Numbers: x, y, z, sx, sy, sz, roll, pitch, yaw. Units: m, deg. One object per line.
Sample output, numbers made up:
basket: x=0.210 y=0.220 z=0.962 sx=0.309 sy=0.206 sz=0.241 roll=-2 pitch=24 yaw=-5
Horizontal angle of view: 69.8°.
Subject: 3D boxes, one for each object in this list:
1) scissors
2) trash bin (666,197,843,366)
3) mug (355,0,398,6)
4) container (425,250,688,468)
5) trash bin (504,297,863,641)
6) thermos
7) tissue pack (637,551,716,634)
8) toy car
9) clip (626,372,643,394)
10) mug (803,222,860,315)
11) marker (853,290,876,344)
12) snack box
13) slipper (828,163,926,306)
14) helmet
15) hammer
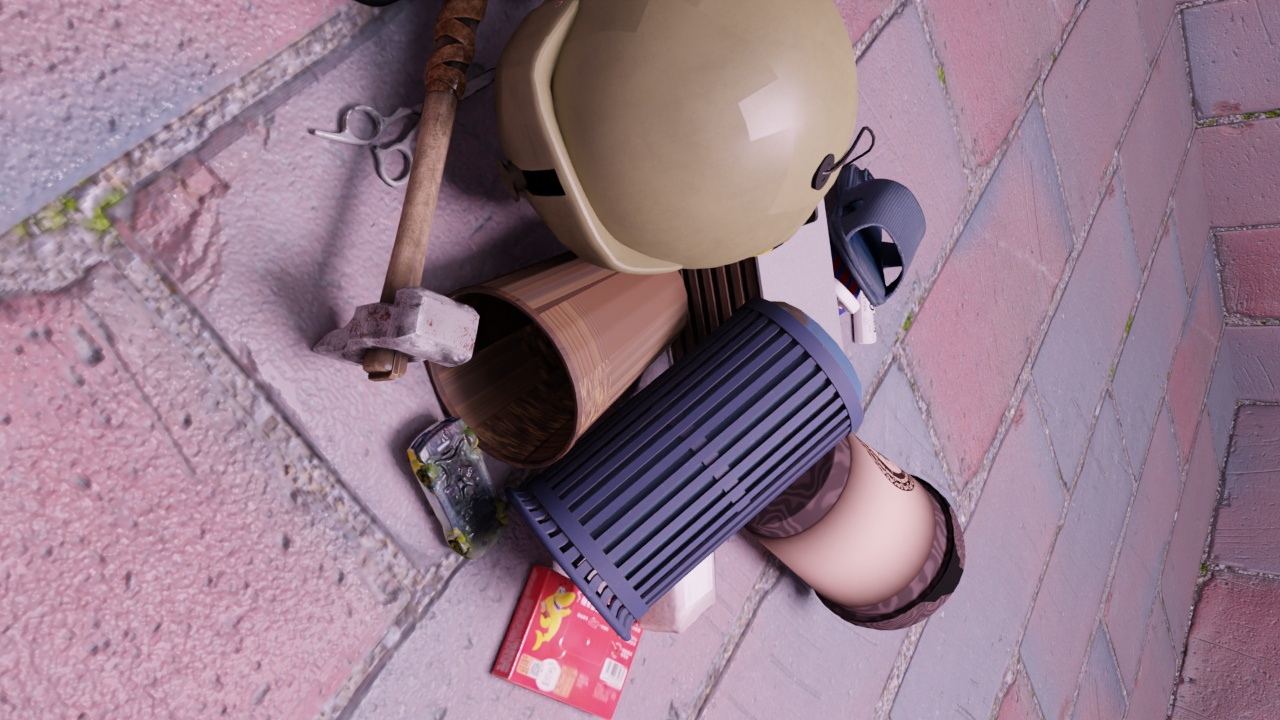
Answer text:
scissors: x=-0.151 y=-0.181 z=0.632 sx=0.090 sy=0.014 sz=0.171 roll=48 pitch=60 yaw=-38
trash bin: x=0.096 y=-0.068 z=0.833 sx=0.114 sy=0.115 sz=0.229 roll=-23 pitch=108 yaw=-45
mug: x=-0.153 y=-0.287 z=0.579 sx=0.071 sy=0.078 sz=0.105 roll=0 pitch=91 yaw=-48
container: x=-0.050 y=-0.020 z=0.671 sx=0.166 sy=0.132 sz=0.132 roll=-37 pitch=117 yaw=-48
trash bin: x=0.040 y=0.071 z=0.684 sx=0.249 sy=0.139 sz=0.139 roll=-39 pitch=122 yaw=-10
thermos: x=0.201 y=0.155 z=0.925 sx=0.226 sy=0.173 sz=0.172 roll=39 pitch=63 yaw=-34
tissue pack: x=0.018 y=0.136 z=0.800 sx=0.103 sy=0.071 sz=0.181 roll=-11 pitch=101 yaw=-63
toy car: x=-0.130 y=0.091 z=0.648 sx=0.047 sy=0.033 sz=0.105 roll=-43 pitch=126 yaw=-40
clip: x=-0.007 y=0.002 z=0.799 sx=0.053 sy=0.013 sz=0.037 roll=-54 pitch=128 yaw=-35
mug: x=0.188 y=-0.082 z=0.942 sx=0.075 sy=0.112 sz=0.076 roll=-45 pitch=132 yaw=7
marker: x=0.263 y=-0.083 z=1.085 sx=0.025 sy=0.025 sz=0.126 roll=-11 pitch=99 yaw=-47
snack box: x=-0.053 y=0.231 z=0.744 sx=0.133 sy=0.021 sz=0.089 roll=40 pitch=62 yaw=-41
slipper: x=0.258 y=-0.146 z=0.968 sx=0.101 sy=0.083 sz=0.262 roll=55 pitch=27 yaw=-21
helmet: x=0.015 y=-0.169 z=0.617 sx=0.232 sy=0.256 sz=0.250 roll=-50 pitch=125 yaw=-45
hammer: x=-0.133 y=-0.141 z=0.586 sx=0.049 sy=0.122 sz=0.318 roll=22 pitch=71 yaw=-44
